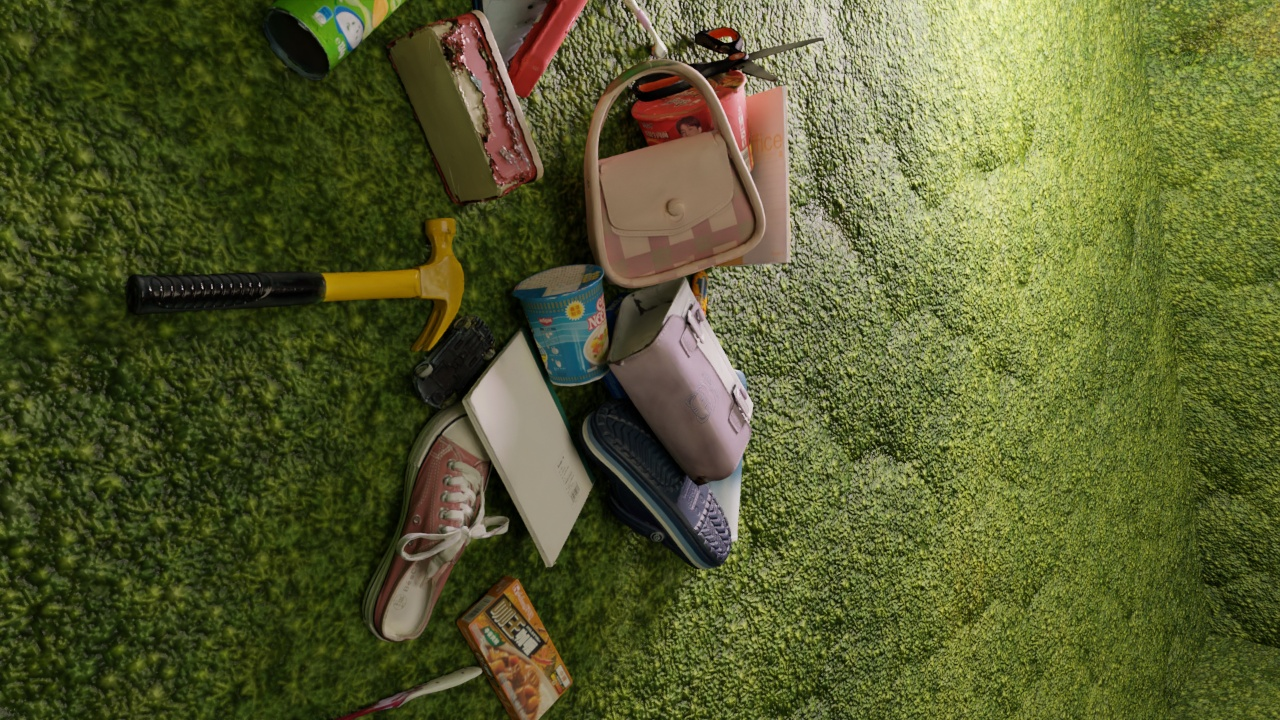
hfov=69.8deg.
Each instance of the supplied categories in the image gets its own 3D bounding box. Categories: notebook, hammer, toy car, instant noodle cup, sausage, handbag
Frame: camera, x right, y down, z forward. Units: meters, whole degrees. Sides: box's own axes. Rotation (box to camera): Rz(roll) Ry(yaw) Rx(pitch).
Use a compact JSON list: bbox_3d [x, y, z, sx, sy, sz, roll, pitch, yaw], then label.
[{"bbox_3d":[-0.110,0.088,0.964,0.209,0.012,0.150,68,25,-23],"label":"notebook"},{"bbox_3d":[-0.287,-0.064,0.814,0.300,0.033,0.129,-7,95,-44],"label":"hammer"},{"bbox_3d":[-0.187,0.001,0.912,0.049,0.031,0.105,54,56,-30],"label":"toy car"},{"bbox_3d":[-0.076,-0.036,0.984,0.099,0.099,0.110,-34,122,-38],"label":"instant noodle cup"},{"bbox_3d":[0.070,-0.038,1.166,0.021,0.021,0.165,8,86,-44],"label":"sausage"},{"bbox_3d":[0.069,-0.265,1.085,0.137,0.138,0.109,-44,128,-34],"label":"instant noodle cup"},{"bbox_3d":[0.134,-0.221,1.136,0.010,0.146,0.206,-5,96,-33],"label":"notebook"},{"bbox_3d":[0.025,-0.206,0.989,0.193,0.093,0.234,-18,120,-9],"label":"handbag"},{"bbox_3d":[0.050,0.024,1.032,0.197,0.099,0.144,58,31,-27],"label":"handbag"}]

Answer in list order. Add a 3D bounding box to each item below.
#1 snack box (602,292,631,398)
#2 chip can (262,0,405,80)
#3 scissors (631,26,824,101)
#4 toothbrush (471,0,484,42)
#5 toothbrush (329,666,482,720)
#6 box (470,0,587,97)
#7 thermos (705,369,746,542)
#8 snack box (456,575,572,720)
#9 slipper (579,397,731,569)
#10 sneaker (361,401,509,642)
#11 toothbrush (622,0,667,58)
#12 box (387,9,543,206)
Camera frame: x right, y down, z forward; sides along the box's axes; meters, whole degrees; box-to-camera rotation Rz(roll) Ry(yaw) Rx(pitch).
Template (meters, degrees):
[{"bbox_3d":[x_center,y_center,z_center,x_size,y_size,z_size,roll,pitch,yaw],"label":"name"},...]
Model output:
[{"bbox_3d":[-0.006,0.006,1.091,0.084,0.026,0.157,-47,122,-32],"label":"snack box"},{"bbox_3d":[-0.235,-0.351,0.825,0.072,0.072,0.235,52,59,-32],"label":"chip can"},{"bbox_3d":[0.095,-0.352,1.074,0.221,0.233,0.022,-21,125,-1],"label":"scissors"},{"bbox_3d":[-0.162,-0.372,0.906,0.016,0.014,0.189,5,73,-56],"label":"toothbrush"},{"bbox_3d":[-0.233,0.334,0.894,0.187,0.016,0.017,-7,104,-44],"label":"toothbrush"},{"bbox_3d":[-0.111,-0.377,0.948,0.100,0.096,0.201,31,70,-15],"label":"box"},{"bbox_3d":[0.098,0.119,1.171,0.070,0.070,0.220,5,88,-44],"label":"thermos"},{"bbox_3d":[-0.133,0.313,0.982,0.075,0.026,0.154,-40,118,-36],"label":"snack box"},{"bbox_3d":[0.012,0.148,1.071,0.253,0.095,0.104,50,31,-21],"label":"slipper"},{"bbox_3d":[-0.187,0.156,0.880,0.118,0.088,0.240,33,69,-40],"label":"sneaker"},{"bbox_3d":[-0.027,-0.429,1.060,0.189,0.020,0.029,47,30,-33],"label":"toothbrush"},{"bbox_3d":[-0.171,-0.236,0.877,0.077,0.091,0.168,-39,117,-40],"label":"box"}]
